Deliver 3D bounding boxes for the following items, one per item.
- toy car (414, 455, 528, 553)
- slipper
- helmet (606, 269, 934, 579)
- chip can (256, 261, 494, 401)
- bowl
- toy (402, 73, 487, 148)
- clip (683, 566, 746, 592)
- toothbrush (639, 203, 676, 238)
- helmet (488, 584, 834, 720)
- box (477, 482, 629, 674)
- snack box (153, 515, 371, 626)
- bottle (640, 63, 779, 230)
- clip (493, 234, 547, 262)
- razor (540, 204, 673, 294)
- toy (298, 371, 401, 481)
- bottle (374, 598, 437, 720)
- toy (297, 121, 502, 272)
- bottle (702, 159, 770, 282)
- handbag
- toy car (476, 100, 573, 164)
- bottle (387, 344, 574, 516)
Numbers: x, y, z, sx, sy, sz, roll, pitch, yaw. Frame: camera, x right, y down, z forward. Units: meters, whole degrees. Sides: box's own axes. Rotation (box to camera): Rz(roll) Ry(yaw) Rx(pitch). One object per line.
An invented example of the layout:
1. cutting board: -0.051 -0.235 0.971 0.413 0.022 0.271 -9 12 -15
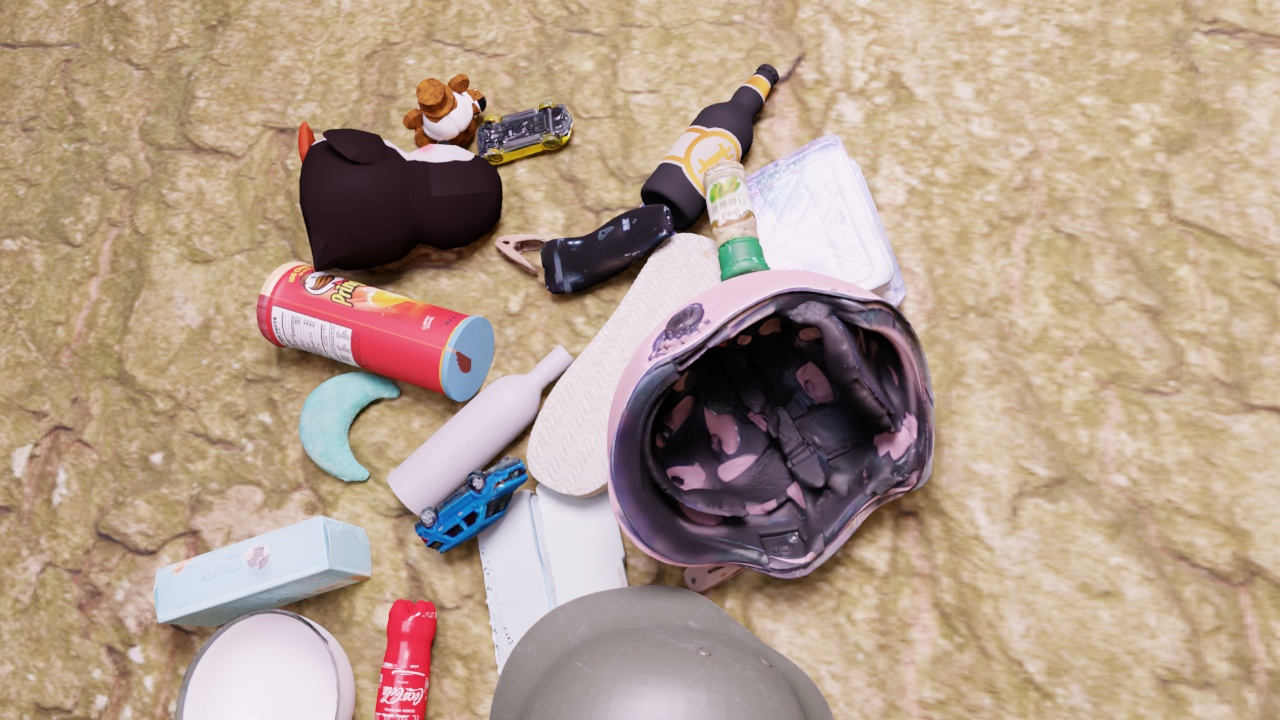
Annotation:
1. toy car: -0.143 0.125 0.793 0.120 0.056 0.043 -40 79 28
2. slipper: -0.005 0.005 0.814 0.115 0.052 0.262 26 78 28
3. helmet: 0.083 0.037 0.706 0.255 0.230 0.152 -36 31 2
4. chip can: -0.252 -0.029 0.875 0.213 0.087 0.087 16 77 18
5. bowl: -0.309 0.294 0.788 0.153 0.073 0.153 -5 70 14
6. toy: -0.198 -0.250 0.923 0.087 0.112 0.067 -38 79 -1
7. clip: 0.067 0.172 0.761 0.061 0.049 0.026 -46 61 42
8. toothbrush: 0.034 -0.100 0.860 0.021 0.017 0.135 -31 67 -3
9. helmet: 0.024 0.285 0.644 0.268 0.154 0.227 11 83 -5
10. box: -0.070 0.199 0.775 0.136 0.044 0.197 -17 65 9
11. snack box: -0.339 0.192 0.829 0.175 0.075 0.053 -20 69 8
12. bottle: 0.073 -0.208 0.862 0.059 0.059 0.181 30 74 21
13. clip: -0.116 -0.113 0.902 0.061 0.026 0.049 -32 57 10
14. razor: -0.035 -0.107 0.844 0.141 0.063 0.053 -24 59 30
15. toy: -0.286 0.060 0.884 0.085 0.033 0.105 16 78 5
16. bottle: -0.202 0.277 0.782 0.042 0.042 0.141 -1 72 14
17. toy: -0.225 -0.147 0.882 0.184 0.159 0.140 -4 59 -6
18. bottle: 0.082 -0.118 0.793 0.043 0.043 0.111 -13 68 10
19. handbag: 0.149 -0.101 0.808 0.127 0.069 0.158 -25 66 21
20. toy car: -0.118 -0.231 0.936 0.107 0.030 0.049 -10 68 13
21. bottle: -0.139 0.058 0.833 0.195 0.052 0.052 -42 67 -2
